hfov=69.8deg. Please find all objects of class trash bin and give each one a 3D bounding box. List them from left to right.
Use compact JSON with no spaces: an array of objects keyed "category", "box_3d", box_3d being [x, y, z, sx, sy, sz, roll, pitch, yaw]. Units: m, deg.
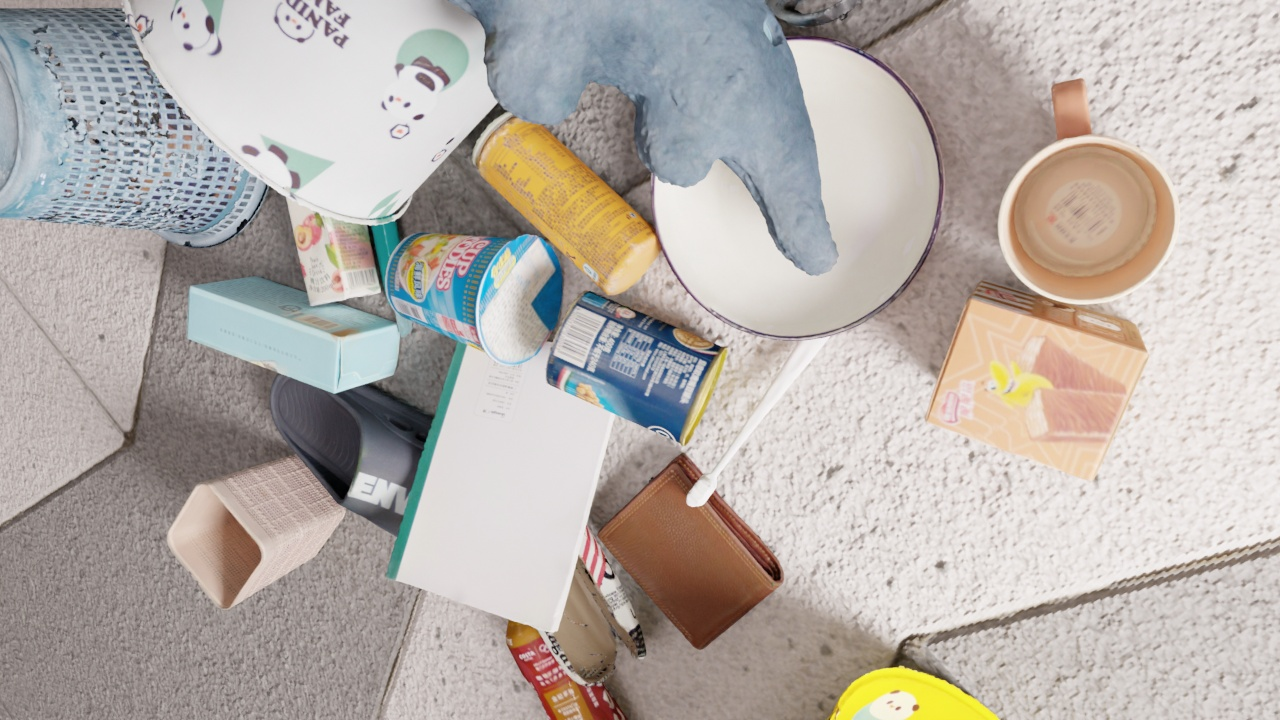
[{"category":"trash bin","box_3d":[-0.455,-0.199,0.757,0.227,0.194,0.227,5,103,24]},{"category":"trash bin","box_3d":[-0.156,-0.255,0.597,0.252,0.229,0.229,-36,85,22]},{"category":"trash bin","box_3d":[0.136,0.370,0.597,0.229,0.229,0.256,44,121,11]}]

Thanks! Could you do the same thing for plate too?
[{"category":"plate","box_3d":[0.101,-0.110,0.602,0.193,0.039,0.192,6,103,24]}]

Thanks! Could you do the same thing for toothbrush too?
[{"category":"toothbrush","box_3d":[0.086,0.031,0.636,0.016,0.016,0.180,38,103,15]}]

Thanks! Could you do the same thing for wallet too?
[{"category":"wallet","box_3d":[0.037,0.147,0.695,0.124,0.032,0.101,48,119,10]}]

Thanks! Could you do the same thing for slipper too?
[{"category":"slipper","box_3d":[-0.233,0.090,0.781,0.268,0.083,0.111,30,114,18]}]

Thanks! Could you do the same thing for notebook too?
[{"category":"notebook","box_3d":[-0.103,0.083,0.702,0.150,0.012,0.209,11,80,21]}]

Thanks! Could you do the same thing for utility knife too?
[{"category":"utility knife","box_3d":[-0.213,-0.105,0.765,0.029,0.013,0.174,-5,98,29]}]

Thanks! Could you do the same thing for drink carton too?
[{"category":"drink carton","box_3d":[-0.257,-0.111,0.766,0.054,0.045,0.122,-6,97,38]}]

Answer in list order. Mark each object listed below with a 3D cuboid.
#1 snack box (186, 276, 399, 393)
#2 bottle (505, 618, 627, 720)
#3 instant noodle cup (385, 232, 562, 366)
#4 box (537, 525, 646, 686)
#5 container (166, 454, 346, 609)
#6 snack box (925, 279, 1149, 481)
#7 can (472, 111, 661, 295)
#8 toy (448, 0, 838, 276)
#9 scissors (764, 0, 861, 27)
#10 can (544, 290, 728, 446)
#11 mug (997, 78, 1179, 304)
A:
[{"category":"snack box","box_3d":[-0.299,-0.025,0.789,0.175,0.074,0.052,18,107,21]},{"category":"bottle","box_3d":[-0.063,0.257,0.749,0.058,0.057,0.175,-30,88,27]},{"category":"instant noodle cup","box_3d":[-0.132,-0.054,0.698,0.110,0.099,0.099,14,107,29]},{"category":"box","box_3d":[-0.064,0.176,0.719,0.086,0.076,0.163,-32,87,-9]},{"category":"container","box_3d":[-0.339,0.147,0.825,0.090,0.110,0.090,45,116,10]},{"category":"snack box","box_3d":[0.229,0.007,0.536,0.094,0.092,0.077,21,109,20]},{"category":"can","box_3d":[-0.053,-0.114,0.662,0.146,0.058,0.058,44,115,11]},{"category":"toy","box_3d":[-0.007,-0.176,0.501,0.356,0.091,0.138,26,96,-21]},{"category":"scissors","box_3d":[0.069,-0.236,0.592,0.163,0.014,0.165,-52,47,5]},{"category":"can","box_3d":[-0.004,0.004,0.647,0.111,0.075,0.075,24,110,10]},{"category":"mug","box_3d":[0.240,-0.094,0.502,0.082,0.105,0.114,-9,97,26]}]
